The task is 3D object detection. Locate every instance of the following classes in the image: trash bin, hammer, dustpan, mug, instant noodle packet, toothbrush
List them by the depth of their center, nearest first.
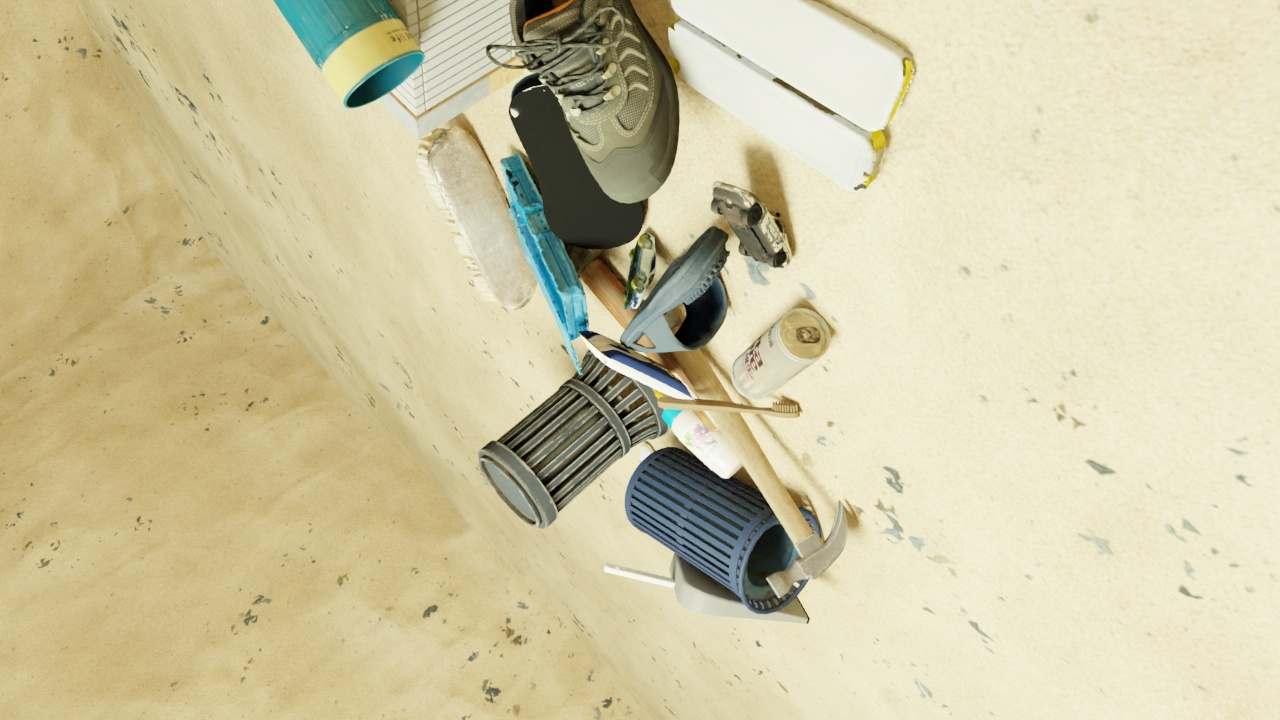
[{"bbox_3d":[-0.250,-0.284,0.797,0.107,0.083,0.113,54,-176,-8],"label":"mug"},{"bbox_3d":[-0.207,-0.368,0.866,0.142,0.142,0.247,45,156,12],"label":"trash bin"},{"bbox_3d":[0.097,0.051,1.030,0.167,0.016,0.016,3,118,24],"label":"toothbrush"},{"bbox_3d":[-0.006,0.006,1.036,0.134,0.026,0.087,26,-173,-33],"label":"instant noodle packet"},{"bbox_3d":[0.123,0.103,1.063,0.331,0.119,0.031,58,176,6],"label":"hammer"},{"bbox_3d":[0.004,-0.031,1.127,0.301,0.037,0.158,49,156,1],"label":"hammer"},{"bbox_3d":[0.096,0.211,1.203,0.250,0.139,0.139,24,146,48],"label":"trash bin"},{"bbox_3d":[0.080,0.293,1.221,0.257,0.033,0.163,15,-171,-7],"label":"dustpan"},{"bbox_3d":[-0.098,0.111,1.278,0.164,0.227,0.164,39,154,23],"label":"trash bin"}]

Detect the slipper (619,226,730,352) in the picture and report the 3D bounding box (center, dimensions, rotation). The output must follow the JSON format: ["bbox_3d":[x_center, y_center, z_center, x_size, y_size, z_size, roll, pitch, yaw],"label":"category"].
[{"bbox_3d":[0.048,-0.052,0.940,0.082,0.101,0.264,38,162,-3],"label":"slipper"}]

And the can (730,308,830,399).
[{"bbox_3d":[0.136,-0.003,0.917,0.054,0.054,0.136,48,157,4],"label":"can"}]

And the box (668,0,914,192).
[{"bbox_3d":[0.104,-0.222,0.693,0.209,0.034,0.130,40,151,22],"label":"box"}]

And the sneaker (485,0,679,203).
[{"bbox_3d":[-0.044,-0.239,0.720,0.101,0.142,0.238,-17,98,25],"label":"sneaker"}]

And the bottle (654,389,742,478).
[{"bbox_3d":[0.071,0.086,1.166,0.146,0.051,0.051,43,156,16],"label":"bottle"}]

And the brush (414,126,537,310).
[{"bbox_3d":[-0.213,-0.184,1.221,0.057,0.083,0.271,23,146,45],"label":"brush"}]

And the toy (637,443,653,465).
[{"bbox_3d":[0.038,0.183,1.384,0.125,0.037,0.076,43,160,26],"label":"toy"}]

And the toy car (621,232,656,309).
[{"bbox_3d":[0.001,-0.095,0.992,0.027,0.089,0.039,16,156,-16],"label":"toy car"}]

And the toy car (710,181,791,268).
[{"bbox_3d":[0.101,-0.123,0.810,0.048,0.040,0.113,28,168,40],"label":"toy car"}]

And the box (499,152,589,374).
[{"bbox_3d":[-0.116,-0.115,1.116,0.175,0.033,0.231,91,156,-57],"label":"box"}]

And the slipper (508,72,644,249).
[{"bbox_3d":[-0.059,-0.212,0.933,0.109,0.083,0.266,-3,152,11],"label":"slipper"}]
